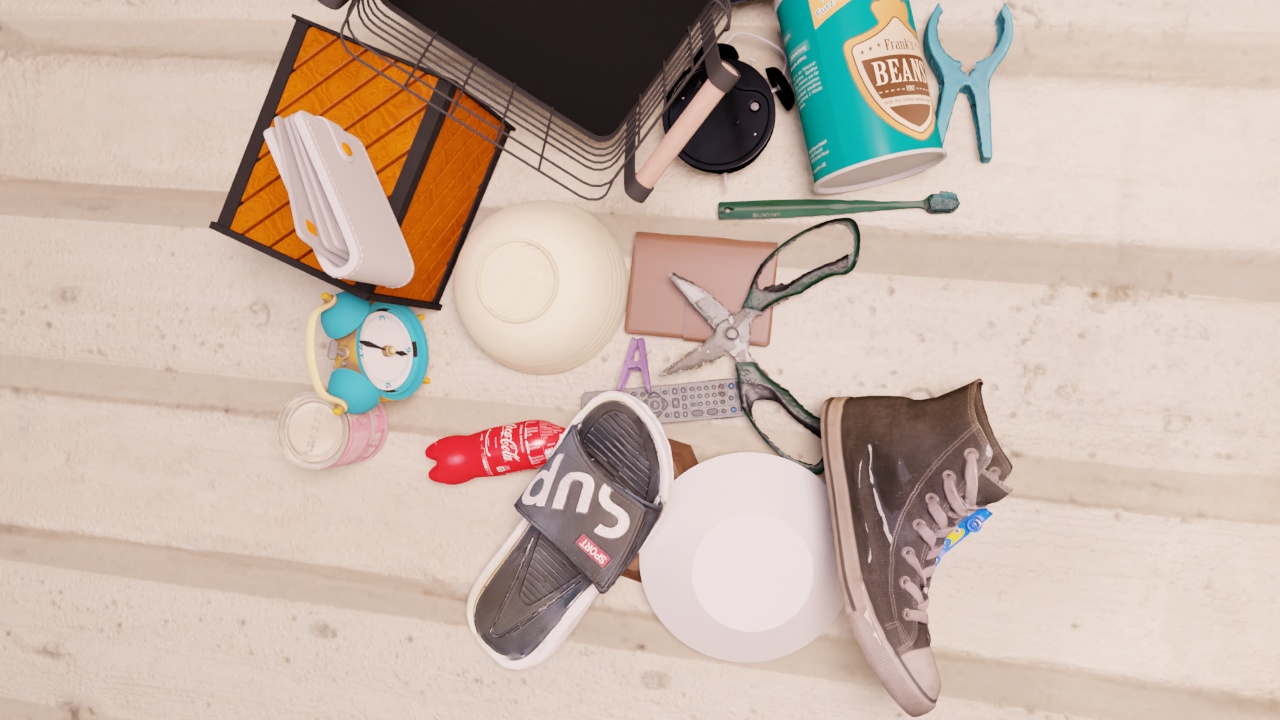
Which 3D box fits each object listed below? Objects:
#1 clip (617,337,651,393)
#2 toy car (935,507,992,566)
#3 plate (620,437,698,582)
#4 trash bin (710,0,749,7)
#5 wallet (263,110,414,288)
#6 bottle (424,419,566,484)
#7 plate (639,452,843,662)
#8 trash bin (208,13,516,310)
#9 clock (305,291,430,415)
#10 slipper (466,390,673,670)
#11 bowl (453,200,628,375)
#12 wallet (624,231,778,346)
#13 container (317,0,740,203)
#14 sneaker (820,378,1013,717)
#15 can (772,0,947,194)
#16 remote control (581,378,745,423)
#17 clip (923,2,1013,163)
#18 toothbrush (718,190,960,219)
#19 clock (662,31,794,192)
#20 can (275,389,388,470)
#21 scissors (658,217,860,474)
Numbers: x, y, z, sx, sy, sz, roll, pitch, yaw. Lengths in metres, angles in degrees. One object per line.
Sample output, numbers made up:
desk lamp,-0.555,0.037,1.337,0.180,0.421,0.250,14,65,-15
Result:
clip,-0.005,0.004,0.762,0.029,0.013,0.050,-2,68,9
toy car,0.220,0.128,0.721,0.092,0.033,0.062,-44,71,12
plate,-0.005,0.121,0.762,0.131,0.025,0.131,0,90,11
trash bin,0.031,-0.332,0.699,0.250,0.139,0.139,-7,89,9
wallet,-0.205,-0.107,0.609,0.037,0.115,0.118,-25,86,9
bottle,-0.111,0.075,0.774,0.142,0.042,0.042,-12,88,10
plate,0.086,0.161,0.722,0.174,0.036,0.174,0,96,1
trash bin,-0.217,-0.150,0.743,0.140,0.139,0.172,24,94,10
clock,-0.221,-0.007,0.752,0.044,0.129,0.099,-6,90,29
slipper,-0.064,0.146,0.731,0.111,0.063,0.264,40,112,15
bowl,-0.091,-0.062,0.753,0.151,0.075,0.150,0,90,11
wallet,0.050,-0.059,0.757,0.121,0.013,0.087,6,91,9
container,-0.066,-0.234,0.608,0.241,0.130,0.163,29,122,-19
sneaker,0.209,0.130,0.660,0.120,0.095,0.234,-15,65,29
can,0.164,-0.210,0.691,0.099,0.099,0.144,-12,88,10
remote control,0.018,0.037,0.763,0.137,0.013,0.033,-6,89,11
clip,0.234,-0.221,0.717,0.120,0.030,0.130,21,93,5
toothbrush,0.157,-0.124,0.735,0.190,0.017,0.016,0,91,10
clock,0.071,-0.204,0.738,0.091,0.042,0.121,28,95,9
can,-0.261,0.057,0.785,0.067,0.076,0.067,0,90,10
scissors,0.119,-0.023,0.737,0.206,0.015,0.201,-44,93,2
